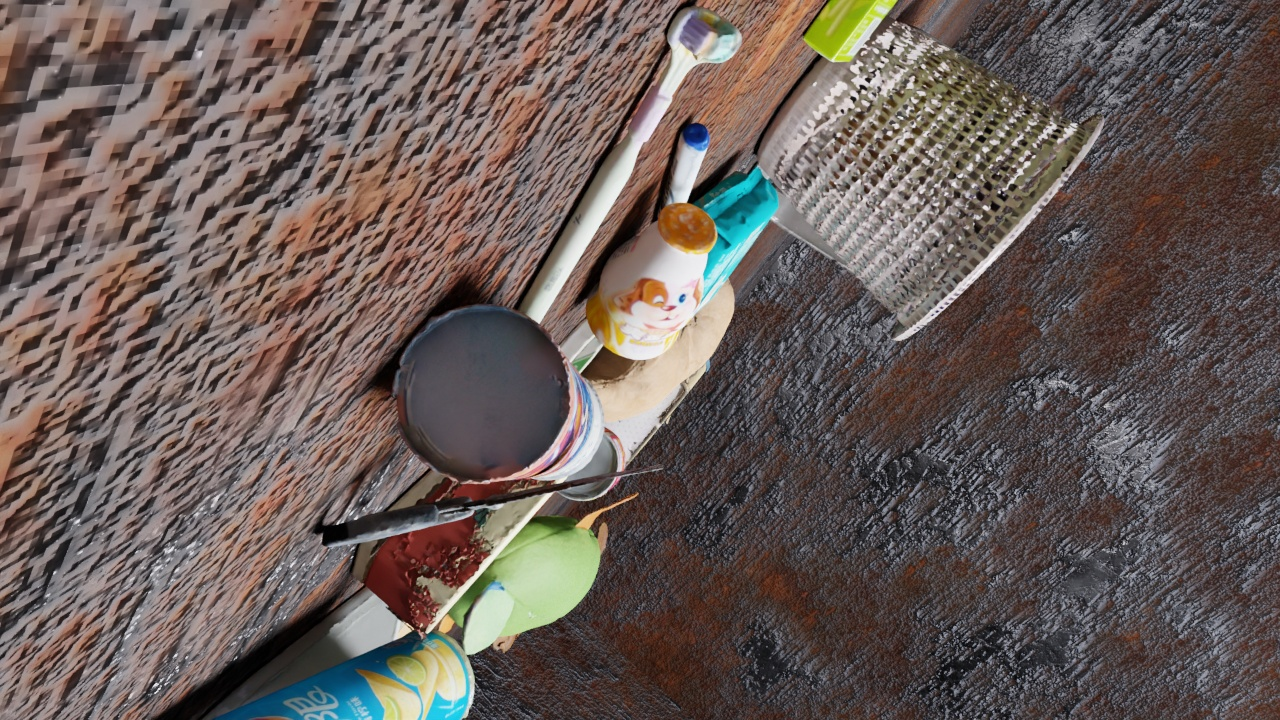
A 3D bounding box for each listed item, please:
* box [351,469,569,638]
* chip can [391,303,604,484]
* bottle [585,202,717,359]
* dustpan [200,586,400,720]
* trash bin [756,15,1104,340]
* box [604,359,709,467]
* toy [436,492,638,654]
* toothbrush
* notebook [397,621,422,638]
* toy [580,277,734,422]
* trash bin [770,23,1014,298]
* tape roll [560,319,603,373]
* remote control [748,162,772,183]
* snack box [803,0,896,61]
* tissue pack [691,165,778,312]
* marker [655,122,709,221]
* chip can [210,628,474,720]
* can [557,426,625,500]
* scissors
[{"bbox_3d":[-0.098,0.097,0.603,0.167,0.080,0.092,-47,175,-36],"label":"box"},{"bbox_3d":[-0.059,0.024,0.449,0.071,0.071,0.215,-49,175,-5],"label":"chip can"},{"bbox_3d":[0.009,-0.048,0.553,0.063,0.063,0.109,-46,174,-37],"label":"bottle"},{"bbox_3d":[-0.278,0.257,0.631,0.223,0.142,0.257,-51,-155,15],"label":"dustpan"},{"bbox_3d":[0.211,-0.160,0.736,0.227,0.192,0.227,-49,175,-6],"label":"trash bin"},{"bbox_3d":[-0.008,0.042,0.973,0.061,0.090,0.185,-46,177,-46],"label":"box"},{"bbox_3d":[-0.095,0.173,0.745,0.227,0.090,0.247,-37,163,-6],"label":"toy"},{"bbox_3d":[-0.018,-0.071,0.404,0.190,0.029,0.020,-52,-144,40],"label":"toothbrush"},{"bbox_3d":[-0.155,0.175,0.825,0.211,0.012,0.149,-50,175,2],"label":"notebook"},{"bbox_3d":[-0.005,0.005,0.803,0.225,0.082,0.144,-42,168,-36],"label":"toy"},{"bbox_3d":[0.267,-0.209,0.982,0.220,0.198,0.199,-56,175,3],"label":"trash bin"},{"bbox_3d":[-0.049,-0.003,0.674,0.085,0.014,0.086,-49,175,-6],"label":"tape roll"},{"bbox_3d":[0.090,-0.139,0.857,0.135,0.019,0.056,-53,175,33],"label":"remote control"},{"bbox_3d":[0.166,-0.258,0.570,0.157,0.026,0.085,-52,175,27],"label":"snack box"},{"bbox_3d":[0.045,-0.082,0.700,0.093,0.050,0.134,-42,171,-46],"label":"tissue pack"},{"bbox_3d":[0.022,-0.100,0.543,0.017,0.017,0.146,-48,175,-14],"label":"marker"},{"bbox_3d":[-0.181,0.212,0.514,0.071,0.071,0.210,-51,162,16],"label":"chip can"},{"bbox_3d":[-0.048,0.089,0.822,0.066,0.066,0.094,-50,175,-1],"label":"can"},{"bbox_3d":[-0.075,0.068,0.427,0.146,0.014,0.172,-9,174,-26],"label":"scissors"}]
